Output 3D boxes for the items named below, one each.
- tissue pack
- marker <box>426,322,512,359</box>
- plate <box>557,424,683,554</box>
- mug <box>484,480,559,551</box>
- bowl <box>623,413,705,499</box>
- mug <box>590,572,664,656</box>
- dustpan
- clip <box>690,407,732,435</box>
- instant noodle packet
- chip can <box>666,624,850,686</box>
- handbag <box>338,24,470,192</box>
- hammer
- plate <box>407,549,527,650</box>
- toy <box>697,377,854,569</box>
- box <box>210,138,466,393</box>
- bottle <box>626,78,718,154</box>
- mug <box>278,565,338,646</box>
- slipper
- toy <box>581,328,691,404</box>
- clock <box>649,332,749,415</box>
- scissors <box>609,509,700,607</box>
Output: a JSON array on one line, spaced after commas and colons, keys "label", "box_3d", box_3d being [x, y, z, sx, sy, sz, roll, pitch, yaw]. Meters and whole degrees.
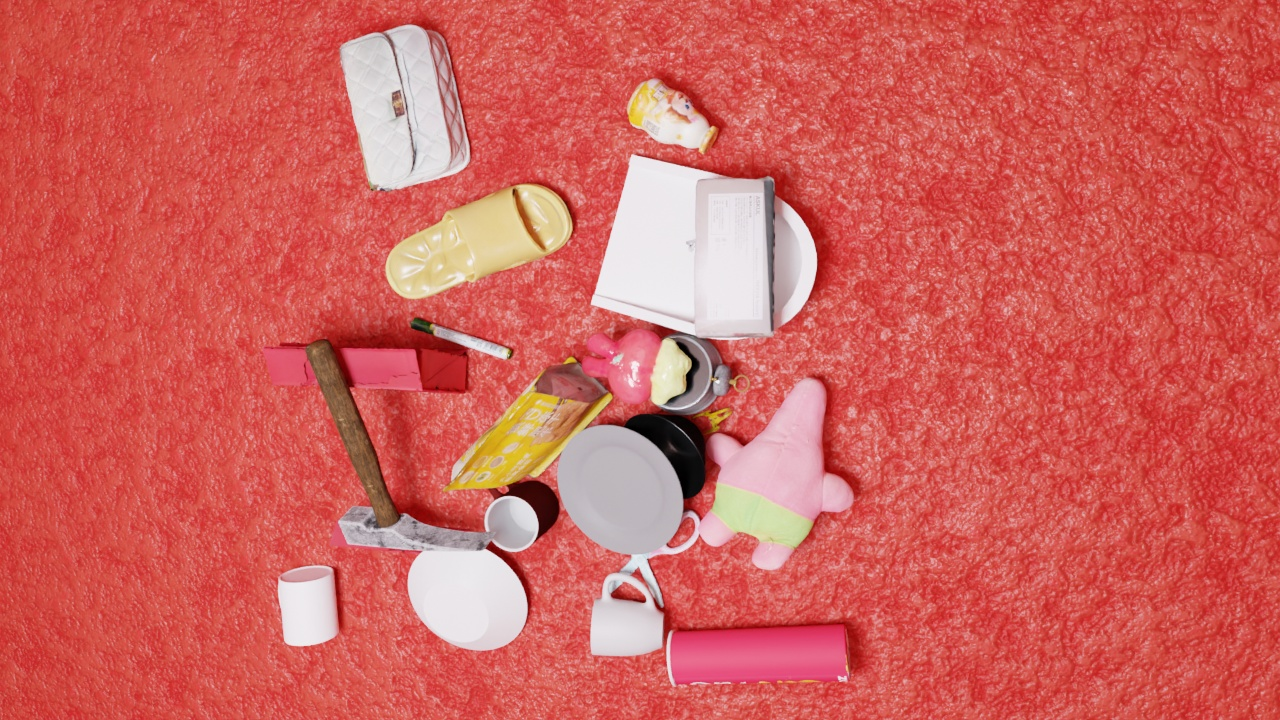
[{"label": "tissue pack", "box_3d": [0.103, -0.116, 1.056, 0.104, 0.071, 0.181, -1, 91, 7]}, {"label": "marker", "box_3d": [-0.239, -0.029, 1.223, 0.146, 0.017, 0.017, 18, 101, 12]}, {"label": "plate", "box_3d": [-0.026, 0.164, 1.166, 0.179, 0.012, 0.178, 9, 112, 24]}, {"label": "mug", "box_3d": [-0.163, 0.189, 1.197, 0.073, 0.082, 0.105, -38, 87, 15]}, {"label": "bowl", "box_3d": [0.042, 0.106, 1.141, 0.124, 0.052, 0.124, 23, 132, 28]}, {"label": "mug", "box_3d": [-0.015, 0.328, 1.185, 0.089, 0.071, 0.107, 2, 93, 5]}, {"label": "dustpan", "box_3d": [0.082, -0.126, 1.103, 0.258, 0.053, 0.191, 17, 96, 10]}, {"label": "clip", "box_3d": [0.090, 0.075, 1.142, 0.046, 0.054, 0.048, 15, 76, -10]}, {"label": "instant noodle packet", "box_3d": [-0.143, 0.082, 1.108, 0.163, 0.221, 0.084, -45, 82, 13]}, {"label": "chip can", "box_3d": [0.148, 0.369, 1.149, 0.221, 0.069, 0.069, -7, 95, 14]}, {"label": "handbag", "box_3d": [-0.307, -0.323, 1.174, 0.139, 0.072, 0.195, -11, 94, 16]}, {"label": "hammer", "box_3d": [-0.314, 0.110, 1.126, 0.218, 0.036, 0.301, 0, 119, 24]}, {"label": "plate", "box_3d": [-0.242, 0.330, 1.237, 0.174, 0.036, 0.174, 5, 112, 12]}, {"label": "toy", "box_3d": [0.166, 0.130, 1.109, 0.192, 0.096, 0.236, 23, 88, 18]}, {"label": "box", "box_3d": [-0.358, -0.090, 1.127, 0.213, 0.147, 0.375, 2, 122, 15]}, {"label": "bottle", "box_3d": [0.040, -0.289, 1.097, 0.108, 0.063, 0.063, 32, 103, 8]}, {"label": "mug", "box_3d": [-0.483, 0.345, 1.309, 0.111, 0.073, 0.090, 2, 98, 40]}, {"label": "slipper", "box_3d": [-0.217, -0.151, 1.172, 0.264, 0.078, 0.099, -21, 89, 16]}, {"label": "toy", "box_3d": [-0.007, 0.006, 1.103, 0.135, 0.045, 0.091, 10, 93, 15]}, {"label": "clock", "box_3d": [0.062, 0.018, 1.133, 0.148, 0.056, 0.104, 9, 90, 17]}, {"label": "scissors", "box_3d": [0.008, 0.240, 1.197, 0.176, 0.013, 0.170, -25, 90, 16]}]
